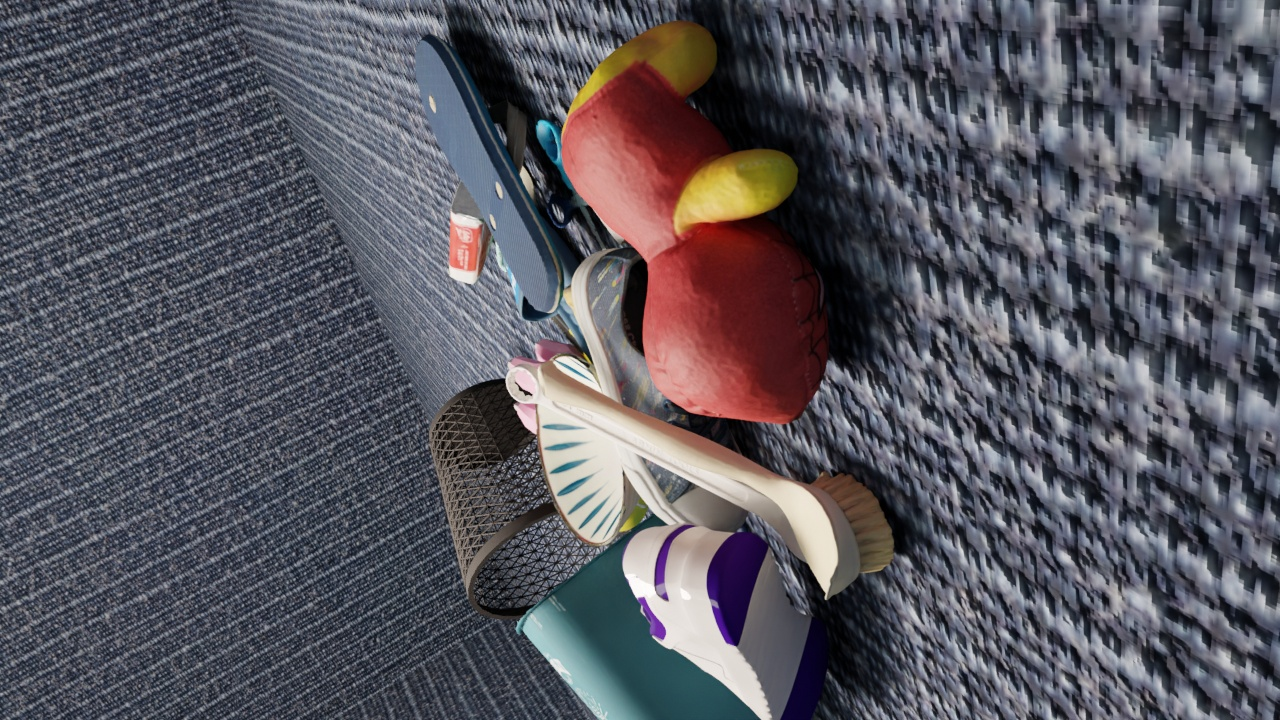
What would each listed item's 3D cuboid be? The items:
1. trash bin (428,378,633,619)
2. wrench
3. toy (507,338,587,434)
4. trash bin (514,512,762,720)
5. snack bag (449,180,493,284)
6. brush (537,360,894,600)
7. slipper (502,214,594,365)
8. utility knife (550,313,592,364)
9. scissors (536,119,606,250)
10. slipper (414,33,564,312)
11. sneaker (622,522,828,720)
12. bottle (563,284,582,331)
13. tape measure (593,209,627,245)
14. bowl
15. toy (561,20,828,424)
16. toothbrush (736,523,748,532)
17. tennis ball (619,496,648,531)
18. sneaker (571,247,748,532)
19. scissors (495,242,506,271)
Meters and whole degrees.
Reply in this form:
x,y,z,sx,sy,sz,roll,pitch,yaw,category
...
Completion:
x,y,z,sx,sy,sz,roll,pitch,yaw,category
-0.157,0.164,1.177,0.243,0.216,0.217,57,163,37,trash bin
0.018,0.067,0.645,0.273,0.009,0.047,25,119,19,wrench
-0.062,0.053,0.938,0.157,0.067,0.123,29,139,30,toy
0.028,0.274,0.858,0.218,0.198,0.197,51,160,12,trash bin
-0.172,-0.142,0.945,0.116,0.036,0.076,112,171,-59,snack bag
0.038,0.063,0.597,0.272,0.077,0.062,28,127,27,brush
-0.088,-0.072,0.860,0.213,0.059,0.104,50,156,29,slipper
-0.086,-0.048,0.955,0.203,0.020,0.029,44,154,46,utility knife
-0.055,-0.134,0.754,0.127,0.014,0.134,59,159,-6,scissors
-0.120,-0.175,0.796,0.294,0.060,0.118,61,160,19,slipper
0.061,0.202,0.690,0.111,0.091,0.244,7,142,35,sneaker
-0.004,0.004,0.741,0.162,0.056,0.056,65,162,-11,bottle
-0.019,-0.118,0.660,0.062,0.020,0.060,56,161,17,tape measure
-0.030,0.076,0.843,0.177,0.070,0.177,25,120,56,bowl
0.030,-0.061,0.498,0.148,0.098,0.216,151,96,-80,toy
0.074,0.130,0.775,0.190,0.017,0.016,61,162,3,toothbrush
-0.024,0.153,0.998,0.065,0.065,0.065,52,160,28,tennis ball
0.021,0.026,0.668,0.235,0.087,0.079,66,157,-4,sneaker
-0.159,-0.148,1.016,0.125,0.011,0.132,47,154,37,scissors
